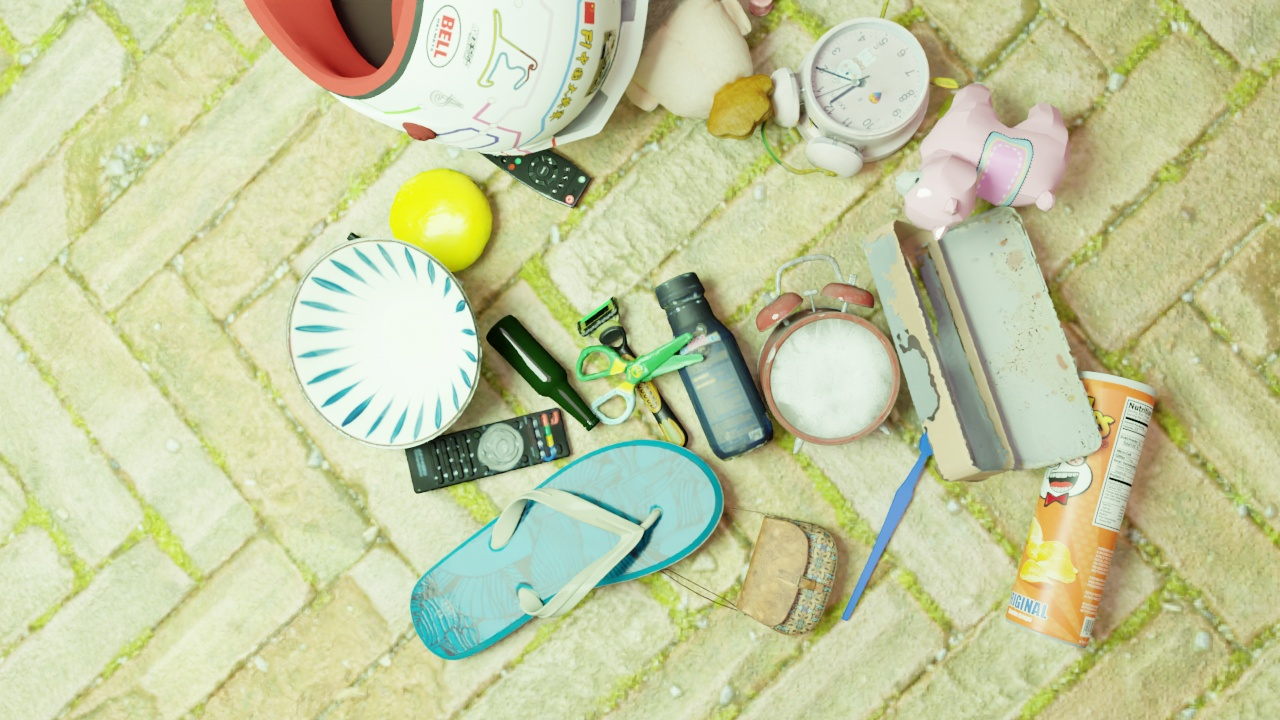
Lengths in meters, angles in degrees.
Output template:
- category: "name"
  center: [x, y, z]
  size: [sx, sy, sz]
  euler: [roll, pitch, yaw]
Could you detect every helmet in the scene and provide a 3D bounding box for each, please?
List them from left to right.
- category: "helmet"
  center: [-0.148, -0.298, 0.732]
  size: [0.314, 0.235, 0.232]
  euler: [38, 123, 25]

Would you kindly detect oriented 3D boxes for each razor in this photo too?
- category: "razor"
  center: [-0.002, 0.015, 0.799]
  size: [0.044, 0.021, 0.144]
  euler: [-35, 82, 20]

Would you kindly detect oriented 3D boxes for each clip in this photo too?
- category: "clip"
  center: [0.117, -0.334, 0.819]
  size: [0.022, 0.039, 0.059]
  euler: [32, 94, 10]

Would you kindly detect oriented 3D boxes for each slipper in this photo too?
- category: "slipper"
  center: [-0.073, 0.155, 0.770]
  size: [0.295, 0.060, 0.118]
  euler: [-30, 72, 5]

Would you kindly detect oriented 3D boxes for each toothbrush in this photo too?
- category: "toothbrush"
  center: [0.213, 0.136, 0.779]
  size: [0.016, 0.011, 0.186]
  euler: [26, 91, 6]

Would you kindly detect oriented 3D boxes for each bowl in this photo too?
- category: "bowl"
  center: [-0.206, -0.018, 0.787]
  size: [0.177, 0.070, 0.177]
  euler: [2, 100, 14]

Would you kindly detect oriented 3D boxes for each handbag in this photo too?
- category: "handbag"
  center: [0.065, 0.161, 0.776]
  size: [0.196, 0.043, 0.093]
  euler: [17, 87, 10]

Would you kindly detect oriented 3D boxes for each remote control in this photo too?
- category: "remote control"
  center: [-0.134, 0.079, 0.808]
  size: [0.140, 0.021, 0.045]
  euler: [-14, 86, -1]
- category: "remote control"
  center: [-0.105, -0.180, 0.828]
  size: [0.125, 0.010, 0.039]
  euler: [31, 89, 7]

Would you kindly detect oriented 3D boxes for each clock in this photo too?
- category: "clock"
  center: [0.150, -0.009, 0.764]
  size: [0.110, 0.062, 0.157]
  euler: [-12, 98, 4]
- category: "clock"
  center: [0.174, -0.222, 0.782]
  size: [0.158, 0.059, 0.117]
  euler: [-36, 83, 2]

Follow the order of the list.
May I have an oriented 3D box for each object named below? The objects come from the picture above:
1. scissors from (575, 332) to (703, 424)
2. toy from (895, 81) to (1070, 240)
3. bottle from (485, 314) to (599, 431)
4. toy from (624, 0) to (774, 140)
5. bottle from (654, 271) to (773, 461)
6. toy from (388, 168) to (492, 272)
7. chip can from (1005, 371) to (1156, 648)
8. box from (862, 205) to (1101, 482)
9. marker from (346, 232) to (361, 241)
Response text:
- category: "scissors"
  center: [0.003, 0.018, 0.775]
  size: [0.132, 0.013, 0.078]
  euler: [-10, 97, 32]
- category: "toy"
  center: [0.273, -0.154, 0.735]
  size: [0.123, 0.067, 0.157]
  euler: [21, 54, 7]
- category: "bottle"
  center: [-0.083, 0.013, 0.801]
  size: [0.033, 0.033, 0.123]
  euler: [-44, 84, 0]
- category: "toy"
  center: [0.049, -0.258, 0.786]
  size: [0.133, 0.076, 0.176]
  euler: [-40, 75, 19]
- category: "bottle"
  center: [0.059, 0.004, 0.777]
  size: [0.056, 0.056, 0.160]
  euler: [-23, 84, 3]
- category: "toy"
  center: [-0.178, -0.125, 0.816]
  size: [0.095, 0.041, 0.094]
  euler: [42, 95, 6]
- category: "chip can"
  center: [0.354, 0.118, 0.739]
  size: [0.062, 0.062, 0.210]
  euler: [17, 87, 6]
- category: "box"
  center: [0.271, -0.019, 0.727]
  size: [0.095, 0.120, 0.217]
  euler: [-32, 64, 45]
- category: "marker"
  center: [-0.214, -0.079, 0.827]
  size: [0.123, 0.018, 0.015]
  euler: [35, 91, 7]
